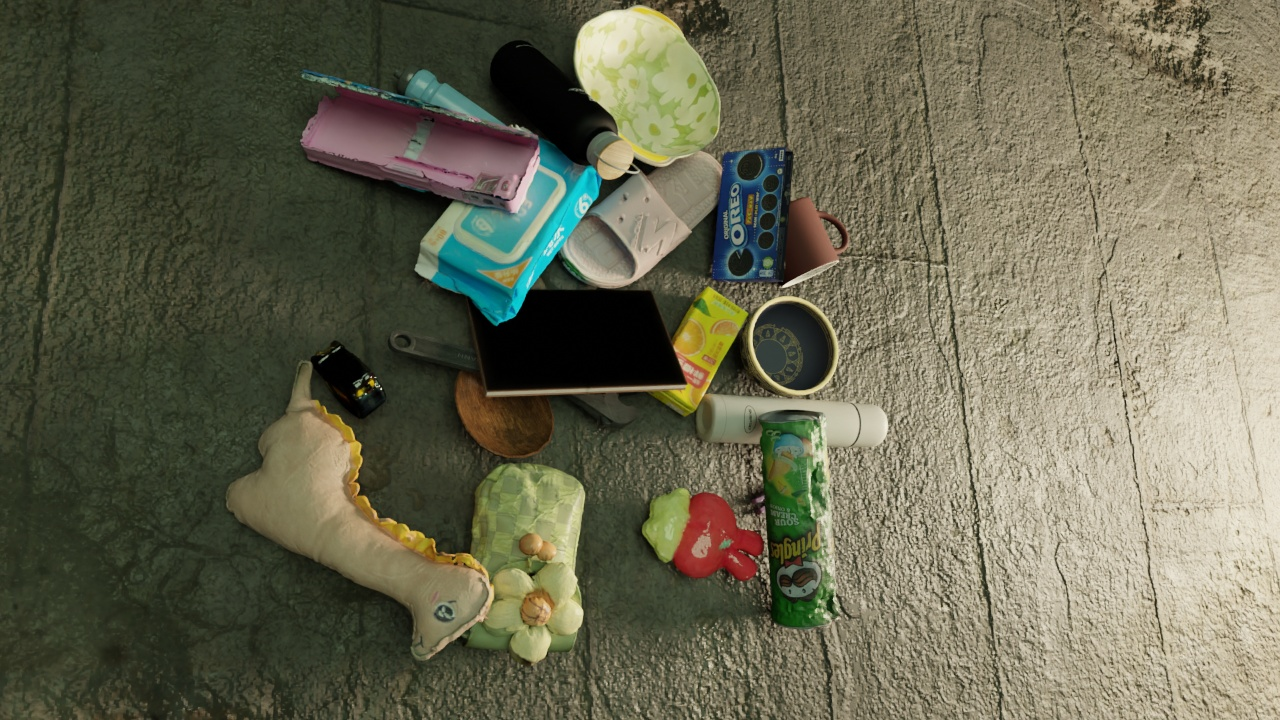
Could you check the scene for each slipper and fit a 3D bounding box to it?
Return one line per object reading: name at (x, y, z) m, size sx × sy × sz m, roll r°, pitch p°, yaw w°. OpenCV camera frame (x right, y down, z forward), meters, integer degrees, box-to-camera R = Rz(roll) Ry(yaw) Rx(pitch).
slipper at (0.015, -0.165, 1.023) m, size 0.238 × 0.065 × 0.094 m, roll -39°, pitch 92°, yaw -26°

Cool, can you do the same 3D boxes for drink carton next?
drink carton at (0.061, -0.009, 1.012) m, size 0.058 × 0.043 × 0.134 m, roll 33°, pitch 67°, yaw -7°

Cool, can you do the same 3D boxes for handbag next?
handbag at (-0.106, 0.186, 0.856) m, size 0.113 × 0.117 × 0.186 m, roll 9°, pitch 75°, yaw -19°

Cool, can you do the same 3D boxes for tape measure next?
tape measure at (-0.268, 0.022, 0.864) m, size 0.067 × 0.063 × 0.038 m, roll 30°, pitch 59°, yaw 29°

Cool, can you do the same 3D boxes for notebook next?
notebook at (-0.068, -0.023, 0.949) m, size 0.209 × 0.008 × 0.141 m, roll -1°, pitch 49°, yaw -21°

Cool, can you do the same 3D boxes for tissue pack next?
tissue pack at (-0.135, -0.142, 0.949) m, size 0.117 × 0.066 × 0.209 m, roll 29°, pitch 69°, yaw 7°

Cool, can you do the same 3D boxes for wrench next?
wrench at (-0.120, 0.014, 0.930) m, size 0.273 × 0.018 × 0.073 m, roll 16°, pitch 51°, yaw -22°

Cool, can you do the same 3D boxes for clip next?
clip at (0.146, 0.151, 1.020) m, size 0.053 × 0.013 × 0.036 m, roll -36°, pitch 90°, yaw -22°

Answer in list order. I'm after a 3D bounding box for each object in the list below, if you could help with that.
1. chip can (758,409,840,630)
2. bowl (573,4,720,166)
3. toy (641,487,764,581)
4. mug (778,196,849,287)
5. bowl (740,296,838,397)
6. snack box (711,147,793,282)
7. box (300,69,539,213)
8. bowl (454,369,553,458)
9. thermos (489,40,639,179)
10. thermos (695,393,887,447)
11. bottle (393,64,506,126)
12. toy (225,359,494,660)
chip can at (0.166, 0.163, 0.962) m, size 0.075 × 0.075 × 0.223 m, roll -6°, pitch 94°, yaw -22°
bowl at (-0.002, -0.299, 1.041) m, size 0.188 × 0.060 × 0.218 m, roll 18°, pitch 60°, yaw -24°
toy at (0.068, 0.184, 0.962) m, size 0.135 × 0.045 × 0.091 m, roll 21°, pitch 67°, yaw -10°
mug at (0.196, -0.144, 1.079) m, size 0.105 × 0.073 × 0.082 m, roll -22°, pitch 85°, yaw -19°
bowl at (0.159, -0.010, 1.039) m, size 0.112 × 0.061 × 0.112 m, roll 5°, pitch 75°, yaw -20°
snack box at (0.127, -0.164, 1.041) m, size 0.027 × 0.082 × 0.150 m, roll 12°, pitch 82°, yaw -56°
box at (-0.218, -0.225, 0.891) m, size 0.230 × 0.097 × 0.085 m, roll 16°, pitch 69°, yaw 6°
bowl at (-0.140, 0.052, 0.919) m, size 0.101 × 0.026 × 0.114 m, roll -6°, pitch 62°, yaw -37°
thermos at (-0.076, -0.253, 0.947) m, size 0.061 × 0.061 × 0.231 m, roll -23°, pitch 52°, yaw -25°
thermos at (0.174, 0.069, 1.029) m, size 0.224 × 0.052 × 0.052 m, roll 4°, pitch 75°, yaw -20°
bottle at (-0.205, -0.269, 0.977) m, size 0.130 × 0.040 × 0.040 m, roll 34°, pitch 67°, yaw -10°
toy at (-0.236, 0.132, 0.809) m, size 0.264 × 0.065 × 0.196 m, roll 22°, pitch 85°, yaw 11°
